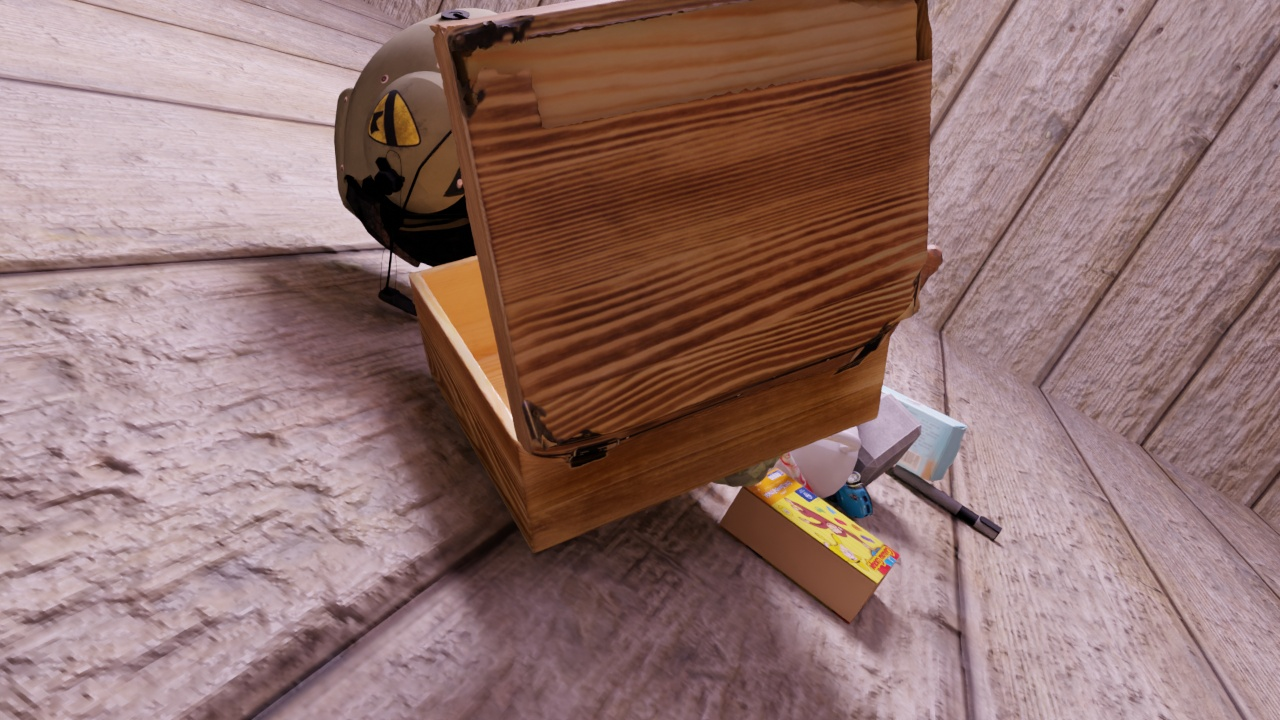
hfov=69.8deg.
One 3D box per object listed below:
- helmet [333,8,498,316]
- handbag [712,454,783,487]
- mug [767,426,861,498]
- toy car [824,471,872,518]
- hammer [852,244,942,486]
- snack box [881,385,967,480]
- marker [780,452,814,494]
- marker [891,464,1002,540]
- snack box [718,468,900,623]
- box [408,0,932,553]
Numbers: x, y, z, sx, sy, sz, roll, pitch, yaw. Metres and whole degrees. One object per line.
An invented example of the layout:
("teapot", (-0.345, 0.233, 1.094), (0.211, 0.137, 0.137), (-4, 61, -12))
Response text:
("helmet", (-0.157, -0.175, 0.817), (0.233, 0.256, 0.249), (41, 19, 27))
("handbag", (0.052, 0.047, 0.779), (0.186, 0.113, 0.117), (27, -15, 39))
("mug", (0.154, 0.077, 0.870), (0.090, 0.091, 0.121), (20, -16, -28))
("toy car", (0.192, 0.120, 0.922), (0.032, 0.048, 0.105), (-27, 38, -13))
("hammer", (0.222, -0.009, 0.885), (0.082, 0.318, 0.162), (-31, 68, -23))
("snack box", (0.309, 0.077, 1.144), (0.175, 0.075, 0.053), (29, 15, 34))
("marker", (0.141, 0.105, 0.822), (0.013, 0.012, 0.142), (42, -7, 38))
("marker", (0.368, 0.169, 1.109), (0.140, 0.016, 0.016), (34, 17, 18))
("snack box", (0.140, 0.148, 0.755), (0.126, 0.040, 0.088), (35, 18, 21))
("box", (0.011, -0.088, 0.582), (0.278, 0.337, 0.286), (-17, 40, -22))
